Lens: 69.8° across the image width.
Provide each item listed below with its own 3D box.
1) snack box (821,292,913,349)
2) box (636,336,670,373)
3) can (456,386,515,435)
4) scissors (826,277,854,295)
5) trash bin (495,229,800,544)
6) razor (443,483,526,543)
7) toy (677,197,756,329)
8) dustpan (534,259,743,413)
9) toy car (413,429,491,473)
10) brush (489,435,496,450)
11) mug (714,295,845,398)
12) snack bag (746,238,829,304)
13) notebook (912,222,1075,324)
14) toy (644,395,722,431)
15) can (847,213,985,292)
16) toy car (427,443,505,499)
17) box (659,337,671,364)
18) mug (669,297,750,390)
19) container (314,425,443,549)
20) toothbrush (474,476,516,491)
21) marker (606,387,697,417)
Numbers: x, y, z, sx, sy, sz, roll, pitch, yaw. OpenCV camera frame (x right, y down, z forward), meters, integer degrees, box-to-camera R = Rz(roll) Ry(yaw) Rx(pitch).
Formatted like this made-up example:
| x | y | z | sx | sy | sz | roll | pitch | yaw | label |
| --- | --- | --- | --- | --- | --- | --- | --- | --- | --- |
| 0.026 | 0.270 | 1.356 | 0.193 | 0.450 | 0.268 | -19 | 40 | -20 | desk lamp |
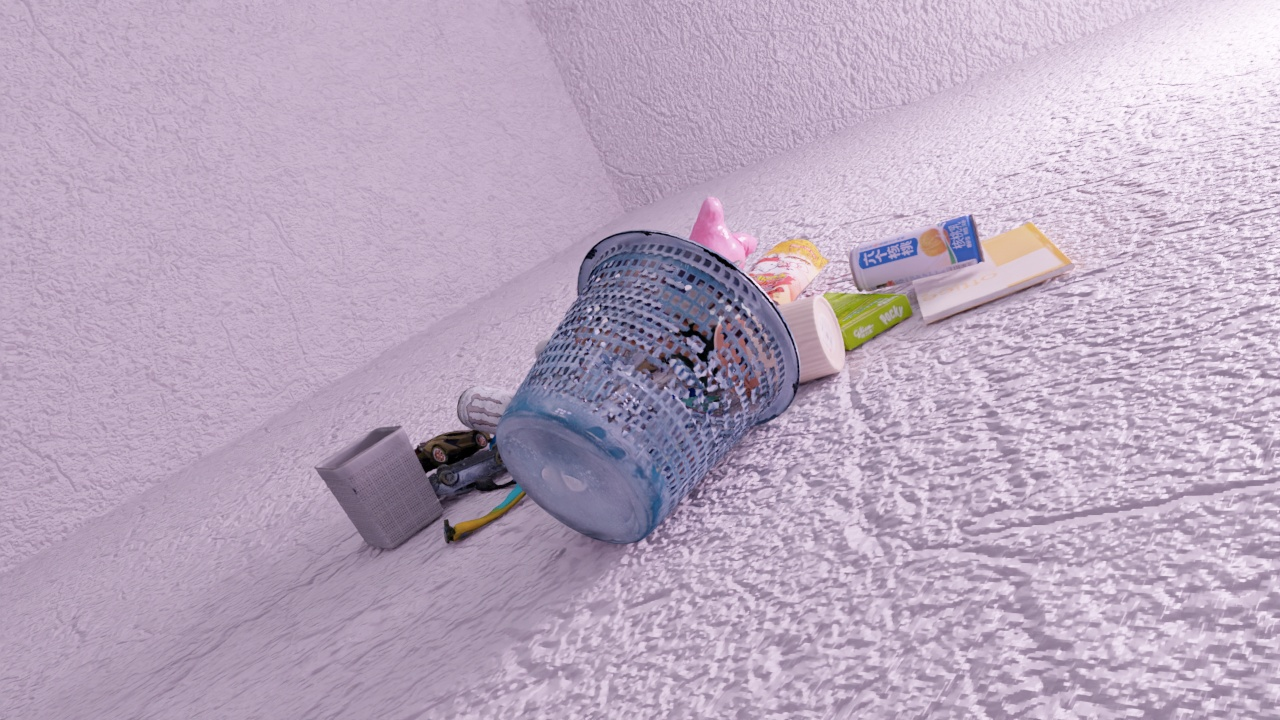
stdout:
| x | y | z | sx | sy | sz | roll | pitch | yaw | label |
| --- | --- | --- | --- | --- | --- | --- | --- | --- | --- |
| 0.218 | -0.045 | 1.008 | 0.085 | 0.026 | 0.156 | -29 | 13 | -15 | snack box |
| 0.018 | -0.049 | 1.272 | 0.061 | 0.090 | 0.183 | -20 | 12 | 27 | box |
| -0.162 | 0.068 | 1.144 | 0.147 | 0.058 | 0.058 | 8 | 33 | 40 | can |
| 0.303 | -0.111 | 1.054 | 0.159 | 0.014 | 0.178 | -31 | 18 | -36 | scissors |
| -0.008 | 0.037 | 0.774 | 0.227 | 0.226 | 0.194 | -11 | 33 | 48 | trash bin |
| -0.148 | 0.146 | 0.956 | 0.132 | 0.028 | 0.043 | -35 | -16 | -24 | razor |
| 0.092 | -0.103 | 1.246 | 0.075 | 0.178 | 0.194 | 20 | 76 | 43 | toy |
| -0.006 | 0.006 | 1.032 | 0.258 | 0.142 | 0.222 | -14 | 12 | 22 | dustpan |
| -0.252 | 0.118 | 1.174 | 0.070 | 0.042 | 0.157 | -31 | -8 | 26 | toy car |
| -0.087 | 0.028 | 1.262 | 0.110 | 0.060 | 0.313 | -23 | 15 | 36 | brush |
| 0.147 | -0.012 | 0.925 | 0.106 | 0.081 | 0.114 | -17 | -14 | 29 | mug |
| 0.161 | -0.095 | 1.167 | 0.129 | 0.073 | 0.207 | -4 | 18 | 32 | snack bag |
| 0.360 | -0.096 | 0.968 | 0.146 | 0.010 | 0.205 | -22 | 13 | 19 | notebook |
| 0.029 | 0.065 | 0.935 | 0.097 | 0.030 | 0.091 | -18 | 13 | 46 | toy |
| 0.295 | -0.114 | 0.987 | 0.135 | 0.053 | 0.053 | -14 | 17 | 23 | can |
| -0.199 | 0.131 | 1.096 | 0.120 | 0.037 | 0.054 | -25 | 9 | -14 | toy car |
| 0.092 | -0.023 | 1.144 | 0.165 | 0.055 | 0.070 | -15 | 29 | 40 | box |
| 0.102 | -0.021 | 1.031 | 0.112 | 0.082 | 0.106 | 11 | 24 | 20 | mug |
| -0.293 | 0.146 | 1.043 | 0.090 | 0.114 | 0.090 | -35 | 15 | -33 | container |
| -0.122 | 0.129 | 1.007 | 0.189 | 0.017 | 0.014 | -12 | 18 | 41 | toothbrush |
| 0.007 | 0.050 | 1.061 | 0.146 | 0.017 | 0.016 | -14 | 18 | 44 | marker |
